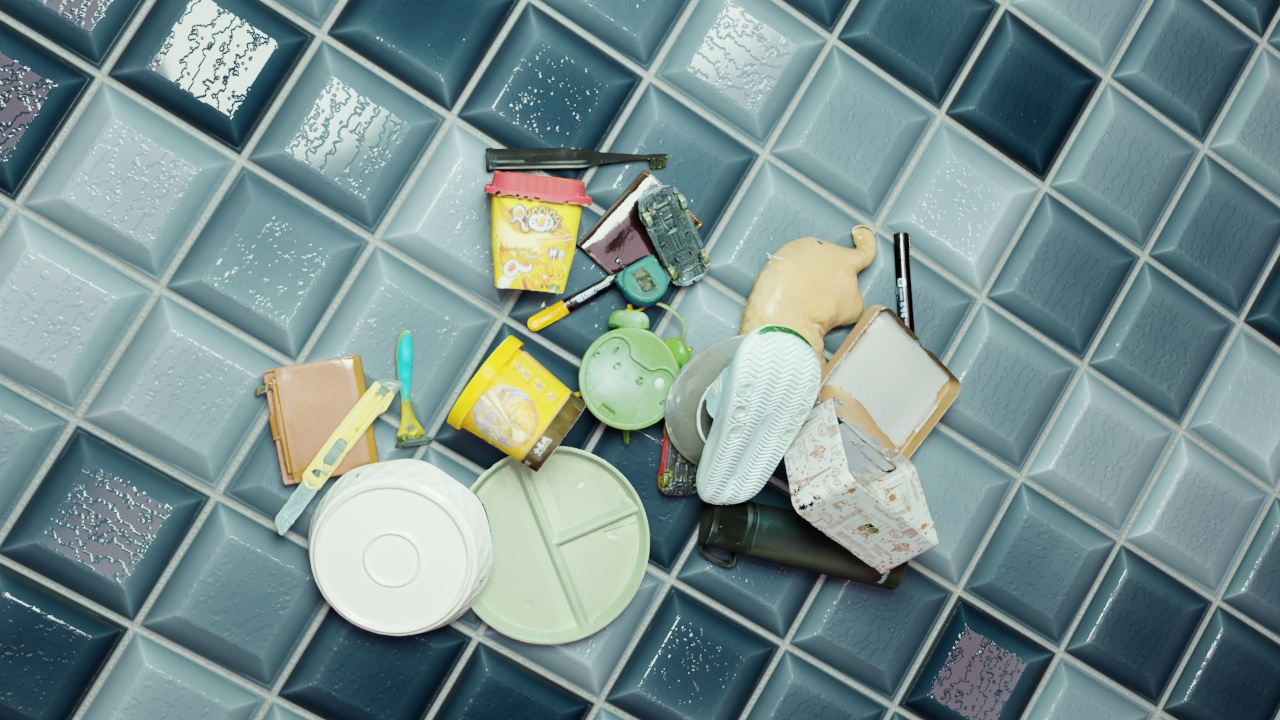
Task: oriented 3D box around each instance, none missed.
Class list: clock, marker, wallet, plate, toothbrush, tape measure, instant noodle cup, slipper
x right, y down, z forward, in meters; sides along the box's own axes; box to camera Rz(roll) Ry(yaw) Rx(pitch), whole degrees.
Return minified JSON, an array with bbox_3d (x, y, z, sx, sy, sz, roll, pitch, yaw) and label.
[{"bbox_3d":[-0.006,0.006,1.063,0.116,0.056,0.161,36,85,-9],"label":"clock"},{"bbox_3d":[0.326,-0.092,1.135,0.022,0.020,0.132,-4,91,-38],"label":"marker"},{"bbox_3d":[0.000,-0.149,1.081,0.096,0.020,0.122,42,87,-8],"label":"wallet"},{"bbox_3d":[-0.267,0.211,1.008,0.205,0.045,0.205,0,100,2],"label":"plate"},{"bbox_3d":[-0.072,-0.233,1.064,0.212,0.026,0.027,-2,126,-10],"label":"toothbrush"},{"bbox_3d":[-0.103,0.212,1.066,0.230,0.027,0.230,0,90,-9],"label":"plate"},{"bbox_3d":[0.005,-0.090,1.054,0.058,0.025,0.054,-31,74,-18],"label":"tape measure"},{"bbox_3d":[-0.118,-0.143,1.020,0.116,0.116,0.124,5,102,-10],"label":"instant noodle cup"},{"bbox_3d":[-0.131,0.052,1.007,0.114,0.118,0.118,36,85,-4],"label":"instant noodle cup"},{"bbox_3d":[-0.360,0.066,1.016,0.119,0.035,0.130,-9,94,-11],"label":"wallet"},{"bbox_3d":[-0.076,-0.068,1.065,0.124,0.015,0.018,-29,102,-2],"label":"marker"},{"bbox_3d":[0.118,0.059,0.998,0.104,0.074,0.246,2,128,-20],"label":"slipper"},{"bbox_3d":[0.116,0.056,1.046,0.179,0.024,0.180,-4,114,-10],"label":"plate"}]

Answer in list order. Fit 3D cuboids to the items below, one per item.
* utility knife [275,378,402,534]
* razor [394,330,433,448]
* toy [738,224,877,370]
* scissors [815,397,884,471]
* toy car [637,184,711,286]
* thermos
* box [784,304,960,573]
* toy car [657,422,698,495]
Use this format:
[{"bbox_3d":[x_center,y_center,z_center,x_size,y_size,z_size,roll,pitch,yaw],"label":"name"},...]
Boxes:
[{"bbox_3d":[-0.334,0.102,1.006,0.031,0.021,0.208,37,89,-8],"label":"utility knife"},{"bbox_3d":[-0.262,0.032,1.035,0.043,0.028,0.132,-6,96,-33],"label":"razor"},{"bbox_3d":[0.203,-0.081,1.087,0.143,0.082,0.226,35,84,-24],"label":"toy"},{"bbox_3d":[0.270,0.077,1.131,0.133,0.017,0.131,37,87,-5],"label":"scissors"},{"bbox_3d":[0.038,-0.144,1.062,0.054,0.037,0.121,-29,112,-7],"label":"toy car"},{"bbox_3d":[0.190,0.224,1.102,0.242,0.068,0.090,13,121,-7],"label":"thermos"},{"bbox_3d":[0.265,0.091,1.051,0.179,0.133,0.270,38,60,-29],"label":"box"},{"bbox_3d":[0.048,0.107,1.084,0.049,0.031,0.106,3,98,-23],"label":"toy car"}]
